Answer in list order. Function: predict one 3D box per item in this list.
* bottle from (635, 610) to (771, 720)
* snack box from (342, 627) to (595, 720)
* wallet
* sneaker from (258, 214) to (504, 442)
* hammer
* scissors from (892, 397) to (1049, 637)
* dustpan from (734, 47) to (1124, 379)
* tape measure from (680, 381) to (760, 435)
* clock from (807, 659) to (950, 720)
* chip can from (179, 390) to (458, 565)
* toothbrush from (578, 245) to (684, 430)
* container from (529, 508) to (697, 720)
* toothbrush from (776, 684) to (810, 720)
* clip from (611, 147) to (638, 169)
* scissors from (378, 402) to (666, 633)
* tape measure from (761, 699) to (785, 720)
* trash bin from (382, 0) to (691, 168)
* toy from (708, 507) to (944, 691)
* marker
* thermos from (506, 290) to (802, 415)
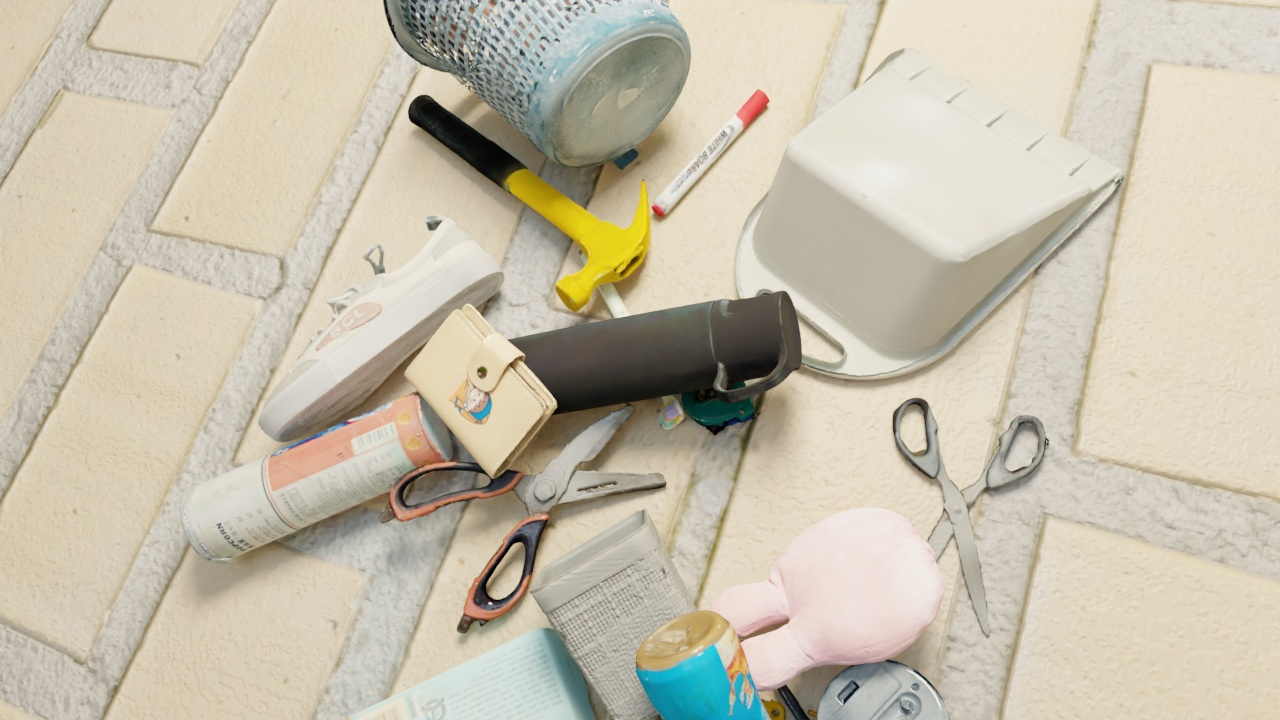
[{"bbox_3d":[0.068,0.264,0.568,0.065,0.065,0.218,-24,97,3],"label":"bottle"},{"bbox_3d":[-0.125,0.264,0.664,0.175,0.051,0.074,-26,67,4],"label":"snack box"},{"bbox_3d":[-0.123,0.020,0.703,0.115,0.024,0.087,46,106,19],"label":"wallet"},{"bbox_3d":[-0.237,-0.033,0.784,0.242,0.089,0.090,-40,81,-8],"label":"sneaker"},{"bbox_3d":[-0.110,-0.163,0.829,0.301,0.033,0.128,38,69,26],"label":"hammer"},{"bbox_3d":[0.231,0.103,0.662,0.159,0.014,0.180,-27,68,5],"label":"scissors"},{"bbox_3d":[0.208,-0.110,0.752,0.257,0.143,0.223,-32,61,-33],"label":"dustpan"},{"bbox_3d":[0.060,0.027,0.726,0.054,0.025,0.058,-21,65,4],"label":"tape measure"},{"bbox_3d":[0.167,0.247,0.585,0.082,0.055,0.122,-43,52,-8],"label":"clock"},{"bbox_3d":[-0.261,0.095,0.753,0.215,0.071,0.071,-23,65,4],"label":"chip can"},{"bbox_3d":[-0.012,-0.027,0.768,0.029,0.020,0.189,-51,55,40],"label":"toothbrush"},{"bbox_3d":[-0.006,0.178,0.634,0.090,0.090,0.114,-30,89,0],"label":"container"},{"bbox_3d":[0.138,0.289,0.610,0.018,0.015,0.181,-37,66,8],"label":"toothbrush"},{"bbox_3d":[-0.029,-0.202,0.840,0.027,0.043,0.058,-44,58,-3],"label":"clip"},{"bbox_3d":[-0.093,0.111,0.715,0.189,0.015,0.227,27,84,3],"label":"scissors"},{"bbox_3d":[0.073,0.262,0.628,0.057,0.029,0.060,0,69,14],"label":"tape measure"},{"bbox_3d":[-0.071,-0.279,0.775,0.226,0.226,0.195,-37,70,-2],"label":"trash bin"},{"bbox_3d":[0.125,0.161,0.624,0.159,0.054,0.121,-25,31,-1],"label":"toy"},{"bbox_3d":[0.062,-0.183,0.812,0.017,0.017,0.145,39,82,24],"label":"marker"},{"bbox_3d":[-0.004,0.004,0.696,0.243,0.068,0.089,-10,38,23],"label":"thermos"}]
